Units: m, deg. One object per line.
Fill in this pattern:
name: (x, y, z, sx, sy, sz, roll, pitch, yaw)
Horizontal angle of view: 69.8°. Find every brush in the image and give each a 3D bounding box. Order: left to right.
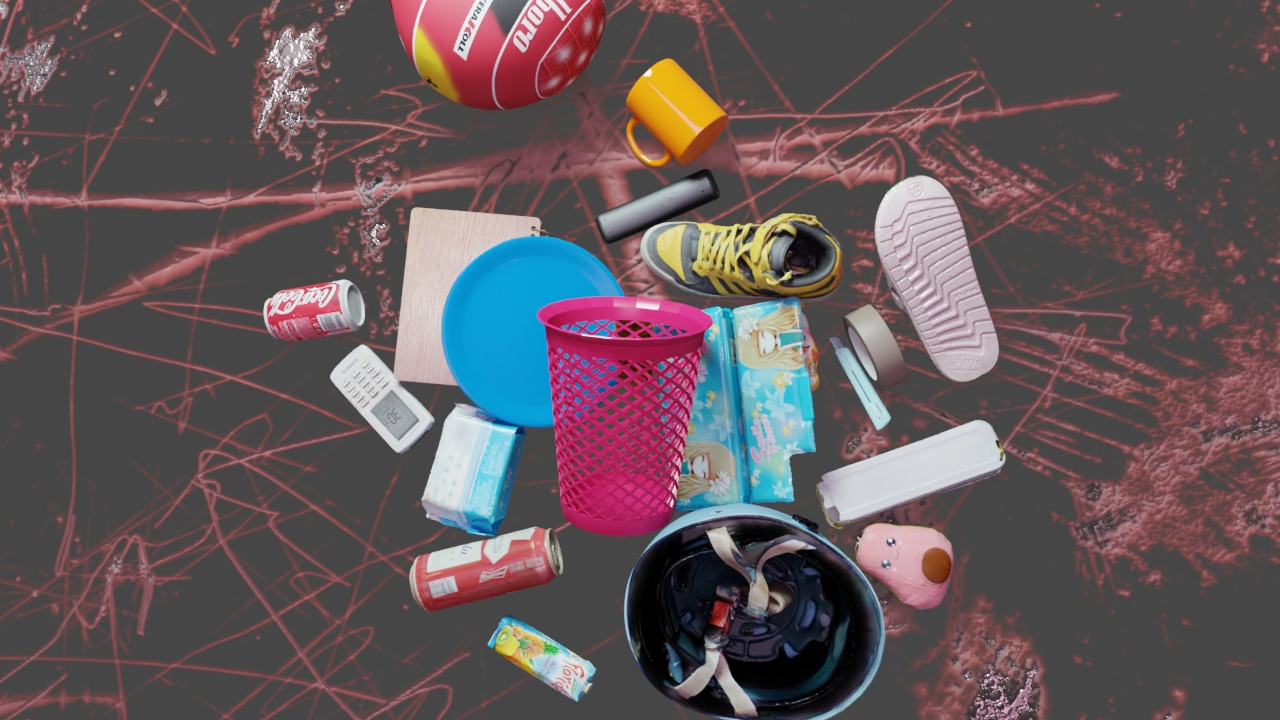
brush: (-0.006, 0.006, 1.083, 0.048, 0.017, 0.126, -2, 87, -12)

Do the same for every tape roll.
tape roll: (0.261, -0.014, 1.023, 0.030, 0.093, 0.093, -26, 83, 3)

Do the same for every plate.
plate: (-0.121, -0.034, 1.080, 0.224, 0.024, 0.224, 1, 86, -15)

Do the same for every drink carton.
drink carton: (-0.112, 0.344, 1.063, 0.129, 0.038, 0.044, 29, 89, 8)

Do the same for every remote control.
remote control: (-0.314, 0.047, 1.117, 0.060, 0.025, 0.138, -44, 82, 1)
remote control: (0.020, -0.186, 1.101, 0.152, 0.020, 0.041, -23, 82, 5)

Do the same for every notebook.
notebook: (-0.202, -0.073, 1.110, 0.169, 0.022, 0.210, 5, 86, 2)

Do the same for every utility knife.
utility knife: (0.253, 0.024, 1.061, 0.022, 0.015, 0.120, -33, 80, 28)

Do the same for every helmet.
helmet: (-0.148, -0.415, 1.052, 0.224, 0.198, 0.270, 35, 81, 8)
helmet: (0.122, 0.258, 0.977, 0.266, 0.166, 0.225, 20, 99, 6)

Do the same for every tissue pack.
tissue pack: (-0.195, 0.129, 1.079, 0.093, 0.061, 0.144, 13, 83, 8)

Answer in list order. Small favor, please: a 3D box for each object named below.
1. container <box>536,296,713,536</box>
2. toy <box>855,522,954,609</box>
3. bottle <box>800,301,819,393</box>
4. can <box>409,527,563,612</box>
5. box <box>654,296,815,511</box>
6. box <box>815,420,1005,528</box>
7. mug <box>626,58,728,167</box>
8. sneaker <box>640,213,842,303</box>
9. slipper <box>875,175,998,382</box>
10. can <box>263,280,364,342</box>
container: (-0.020, 0.061, 0.995, 0.183, 0.183, 0.226, 5, 107, 7)
toy: (0.291, 0.223, 1.021, 0.110, 0.051, 0.090, 17, 86, 8)
bottle: (0.171, -0.012, 1.048, 0.063, 0.063, 0.109, -2, 86, 6)
can: (-0.179, 0.242, 1.065, 0.170, 0.067, 0.067, -15, 84, 5)
box: (0.108, 0.051, 1.031, 0.182, 0.039, 0.226, -9, 83, 32)
box: (0.304, 0.129, 1.040, 0.210, 0.044, 0.065, -21, 71, 5)
mug: (0.032, -0.281, 1.087, 0.096, 0.077, 0.113, 48, 119, 8)
sneaker: (0.113, -0.119, 1.034, 0.238, 0.122, 0.086, 8, 85, 6)
slipper: (0.330, -0.090, 1.039, 0.094, 0.064, 0.239, -24, 100, 6)
can: (-0.396, -0.059, 1.116, 0.105, 0.064, 0.064, -9, 84, 6)
